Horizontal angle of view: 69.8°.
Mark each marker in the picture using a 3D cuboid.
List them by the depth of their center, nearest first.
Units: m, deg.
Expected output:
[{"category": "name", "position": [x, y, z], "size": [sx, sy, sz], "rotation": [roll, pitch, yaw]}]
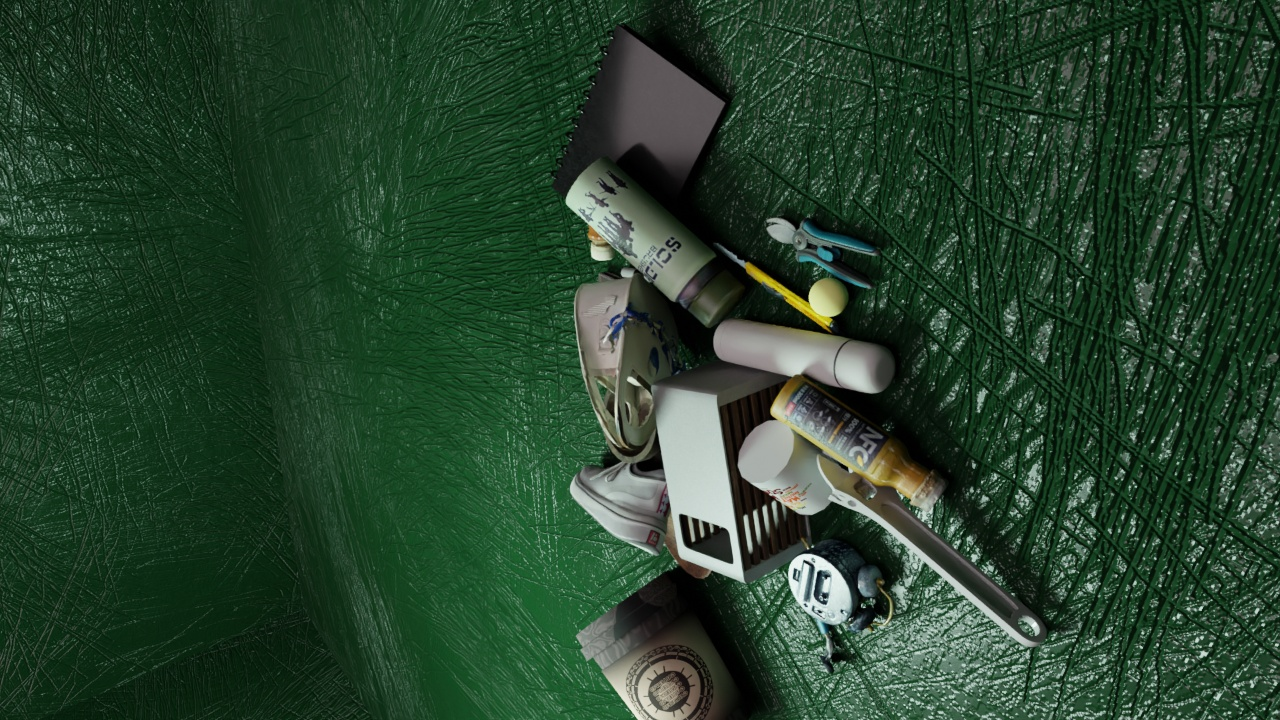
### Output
[{"category": "marker", "position": [0.022, -0.107, 1.186], "size": [0.141, 0.016, 0.016], "rotation": [16, 118, 50]}]

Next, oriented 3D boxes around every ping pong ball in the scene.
[{"category": "ping pong ball", "position": [0.194, -0.065, 0.948], "size": [0.040, 0.040, 0.040], "rotation": [28, 127, 45]}]

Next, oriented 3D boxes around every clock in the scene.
[{"category": "clock", "position": [0.227, 0.257, 1.040], "size": [0.129, 0.052, 0.090], "rotation": [28, 127, 38]}]

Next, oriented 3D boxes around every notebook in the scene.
[{"category": "notebook", "position": [-0.011, -0.257, 1.095], "size": [0.169, 0.019, 0.232], "rotation": [39, 130, 12]}]

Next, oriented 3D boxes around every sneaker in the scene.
[{"category": "sneaker", "position": [-0.018, 0.175, 1.315], "size": [0.128, 0.096, 0.263], "rotation": [-61, 24, -3]}]

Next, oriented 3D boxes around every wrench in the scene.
[{"category": "wrench", "position": [0.289, 0.176, 0.920], "size": [0.273, 0.086, 0.018], "rotation": [40, 136, 22]}]

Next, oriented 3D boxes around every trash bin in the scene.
[{"category": "trash bin", "position": [0.109, 0.126, 1.089], "size": [0.115, 0.114, 0.229], "rotation": [8, 112, 52]}]

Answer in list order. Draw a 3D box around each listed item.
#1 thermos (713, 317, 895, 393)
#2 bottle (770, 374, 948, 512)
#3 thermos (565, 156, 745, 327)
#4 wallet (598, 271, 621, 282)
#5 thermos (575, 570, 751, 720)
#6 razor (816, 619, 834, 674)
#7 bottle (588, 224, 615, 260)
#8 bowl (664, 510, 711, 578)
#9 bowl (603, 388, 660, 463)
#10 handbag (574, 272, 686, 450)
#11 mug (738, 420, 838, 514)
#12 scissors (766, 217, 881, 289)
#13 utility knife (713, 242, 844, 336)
[{"category": "thermos", "position": [0.173, -0.007, 0.993], "size": [0.224, 0.052, 0.052], "rotation": [14, 117, 50]}, {"category": "bottle", "position": [0.222, 0.085, 0.935], "size": [0.186, 0.053, 0.053], "rotation": [35, 134, 18]}, {"category": "thermos", "position": [0.020, -0.134, 1.079], "size": [0.231, 0.082, 0.083], "rotation": [43, 140, 8]}, {"category": "wallet", "position": [-0.020, -0.061, 1.256], "size": [0.120, 0.031, 0.099], "rotation": [29, 125, 45]}, {"category": "thermos", "position": [0.039, 0.438, 1.298], "size": [0.226, 0.172, 0.173], "rotation": [54, 142, 13]}, {"category": "razor", "position": [0.213, 0.305, 1.116], "size": [0.042, 0.022, 0.144], "rotation": [43, -149, -87]}, {"category": "bottle", "position": [-0.052, -0.214, 1.200], "size": [0.059, 0.059, 0.167], "rotation": [28, 128, 45]}, {"category": "bowl", "position": [0.072, 0.245, 1.273], "size": [0.114, 0.026, 0.102], "rotation": [45, 138, 33]}, {"category": "bowl", "position": [0.005, 0.078, 1.256], "size": [0.121, 0.056, 0.121], "rotation": [1, 91, 52]}, {"category": "handbag", "position": [-0.007, 0.006, 1.108], "size": [0.093, 0.200, 0.199], "rotation": [-7, 71, 20]}, {"category": "mug", "position": [0.174, 0.107, 1.006], "size": [0.105, 0.089, 0.073], "rotation": [-49, 34, 10]}, {"category": "scissors", "position": [0.189, -0.113, 0.952], "size": [0.132, 0.019, 0.148], "rotation": [-33, 80, 54]}, {"category": "utility knife", "position": [0.148, -0.083, 1.021], "size": [0.206, 0.018, 0.030], "rotation": [45, 172, 37]}]
